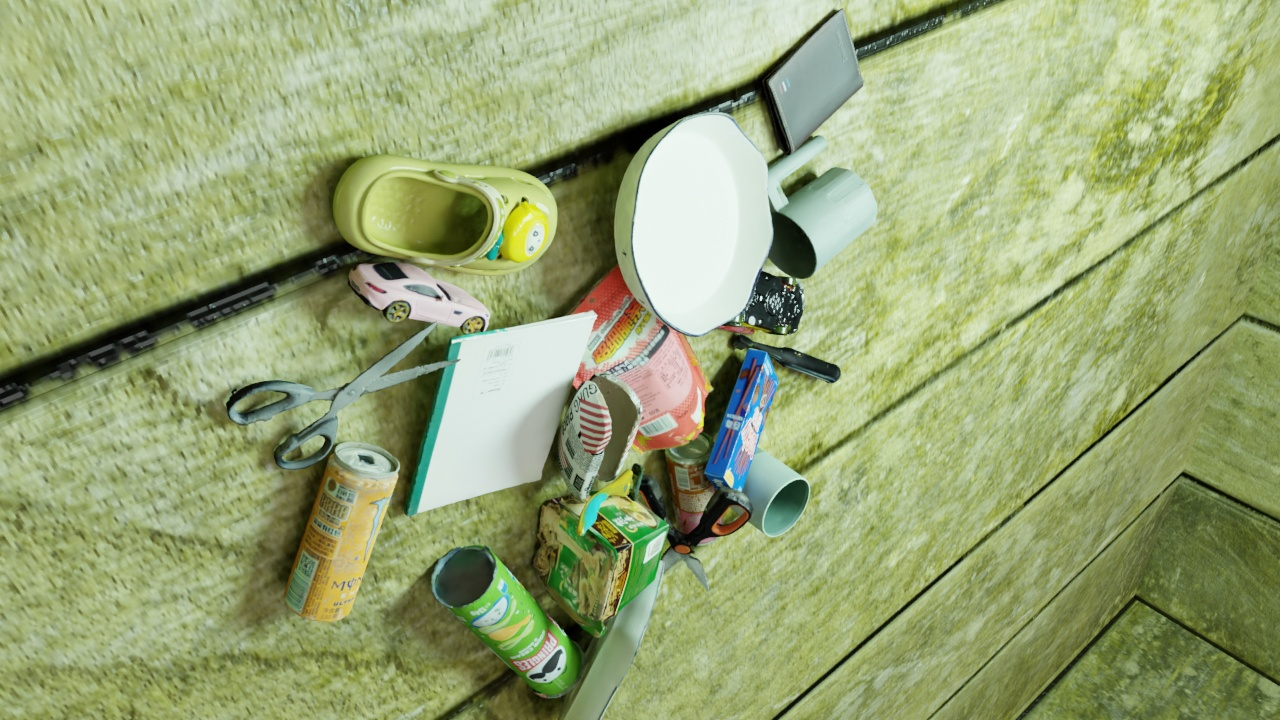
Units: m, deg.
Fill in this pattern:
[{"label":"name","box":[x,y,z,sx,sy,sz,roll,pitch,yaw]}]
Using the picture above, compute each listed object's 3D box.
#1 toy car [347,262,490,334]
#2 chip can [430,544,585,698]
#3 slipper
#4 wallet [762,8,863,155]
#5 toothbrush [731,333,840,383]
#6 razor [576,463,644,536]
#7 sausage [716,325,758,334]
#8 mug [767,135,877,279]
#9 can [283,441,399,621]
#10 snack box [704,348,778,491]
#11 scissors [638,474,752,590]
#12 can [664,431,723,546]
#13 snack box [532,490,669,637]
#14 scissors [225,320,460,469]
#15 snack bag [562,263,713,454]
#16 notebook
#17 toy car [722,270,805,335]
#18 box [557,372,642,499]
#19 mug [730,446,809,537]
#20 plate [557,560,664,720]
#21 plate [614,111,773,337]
[{"label":"toy car","box":[-0.170,-0.051,0.722,0.122,0.056,0.037,11,114,-48]},{"label":"chip can","box":[-0.134,0.278,0.963,0.072,0.072,0.236,-43,137,-15]},{"label":"slipper","box":[-0.137,-0.102,0.703,0.190,0.081,0.092,3,116,-42]},{"label":"wallet","box":[0.176,-0.282,0.933,0.122,0.020,0.096,-45,138,-15]},{"label":"toothbrush","box":[0.179,-0.003,1.114,0.027,0.026,0.212,-37,146,31]},{"label":"razor","box":[-0.036,0.145,0.933,0.132,0.028,0.043,-34,146,-60]},{"label":"sausage","box":[0.082,-0.045,0.997,0.155,0.020,0.020,8,110,-47]},{"label":"mug","box":[0.181,-0.165,0.978,0.103,0.084,0.124,-37,111,-22]},{"label":"can","box":[-0.251,0.144,0.771,0.058,0.058,0.146,8,110,-46]},{"label":"snack box","box":[0.118,0.074,1.053,0.157,0.026,0.084,-69,155,-18]},{"label":"scissors","box":[0.047,0.199,1.073,0.223,0.021,0.222,35,133,-21]},{"label":"can","box":[0.064,0.151,1.079,0.057,0.058,0.147,-32,134,-25]},{"label":"snack box","box":[-0.035,0.201,0.977,0.105,0.117,0.118,-16,129,-42]},{"label":"scissors","box":[-0.231,0.027,0.712,0.159,0.014,0.172,9,123,-33]},{"label":"snack bag","box":[-0.005,0.005,0.916,0.128,0.073,0.208,-41,132,-4]},{"label":"notebook","box":[-0.127,0.050,0.826,0.150,0.012,0.210,-12,138,-40]},{"label":"toy car","box":[0.125,-0.065,1.000,0.155,0.041,0.071,10,88,-44]},{"label":"box","box":[-0.055,0.077,0.881,0.079,0.074,0.164,-40,165,-33]},{"label":"mug","box":[0.143,0.161,1.124,0.082,0.106,0.112,-39,136,-20]},{"label":"plate","box":[-0.042,0.346,1.065,0.161,0.034,0.266,-67,-178,-68]},{"label":"plate","box":[0.049,-0.126,0.857,0.204,0.046,0.205,-16,112,-46]}]
